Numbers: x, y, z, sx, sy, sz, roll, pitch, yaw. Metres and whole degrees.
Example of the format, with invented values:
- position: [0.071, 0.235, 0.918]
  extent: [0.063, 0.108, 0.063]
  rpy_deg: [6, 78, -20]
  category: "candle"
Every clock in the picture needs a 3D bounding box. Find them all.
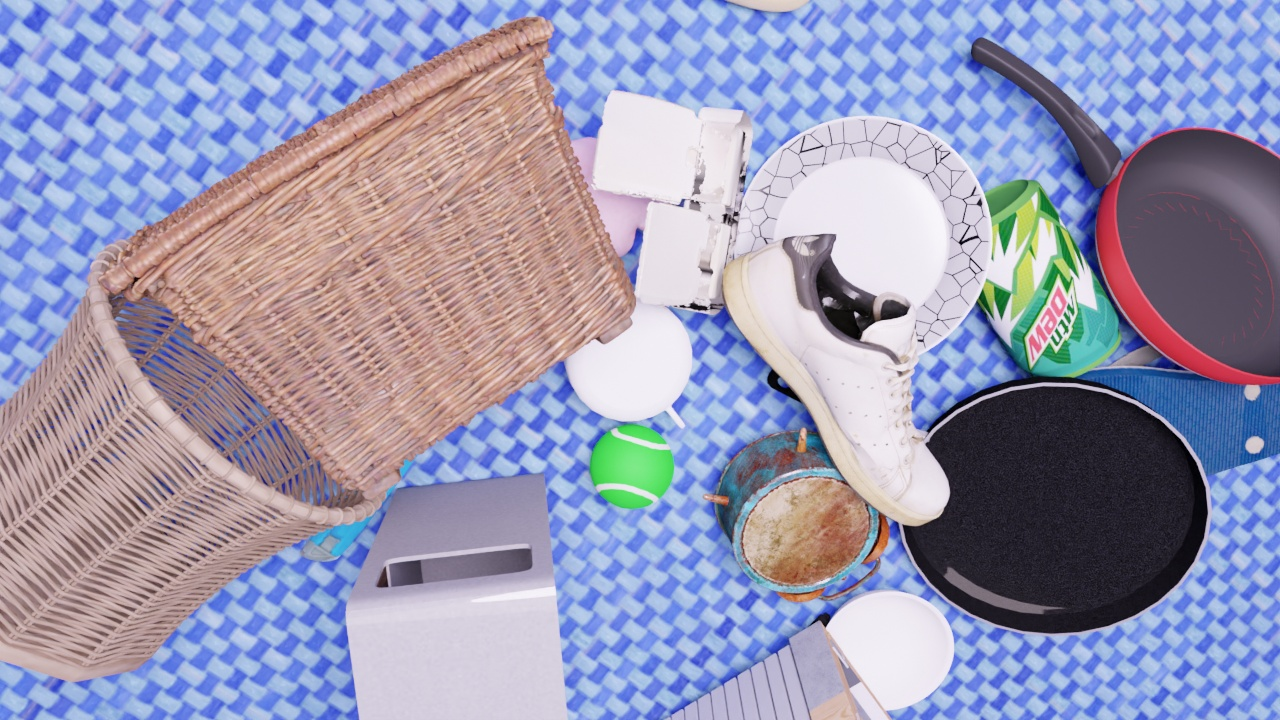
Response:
- position: [0.131, 0.129, 0.729]
  extent: [0.121, 0.073, 0.157]
  rpy_deg: [-35, 114, 9]
  category: "clock"

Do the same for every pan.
- position: [0.389, -0.124, 0.706]
  extent: [0.356, 0.067, 0.208]
  rpy_deg: [36, 68, 2]
  category: "pan"
- position: [0.265, 0.088, 0.737]
  extent: [0.356, 0.034, 0.226]
  rpy_deg: [27, 116, 4]
  category: "pan"

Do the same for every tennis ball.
- position: [-0.007, 0.082, 0.709]
  extent: [0.065, 0.065, 0.065]
  rpy_deg: [-1, 100, -7]
  category: "tennis ball"

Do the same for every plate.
- position: [0.166, -0.088, 0.699]
  extent: [0.189, 0.016, 0.189]
  rpy_deg: [3, 101, 18]
  category: "plate"

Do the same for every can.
- position: [0.304, -0.061, 0.715]
  extent: [0.083, 0.083, 0.144]
  rpy_deg: [-37, 102, 0]
  category: "can"

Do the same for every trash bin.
- position: [-0.115, 0.167, 0.626]
  extent: [0.114, 0.229, 0.114]
  rpy_deg: [-5, 100, -7]
  category: "trash bin"
- position: [0.086, 0.352, 0.707]
  extent: [0.247, 0.142, 0.142]
  rpy_deg: [-34, 102, 9]
  category: "trash bin"

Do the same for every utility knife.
- position: [-0.197, 0.081, 0.711]
  extent: [0.031, 0.015, 0.196]
  rpy_deg: [35, 92, -16]
  category: "utility knife"

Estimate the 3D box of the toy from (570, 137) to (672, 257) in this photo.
- position: [-0.025, -0.124, 0.679]
  extent: [0.093, 0.050, 0.102]
  rpy_deg: [-19, 98, -1]
  category: "toy"

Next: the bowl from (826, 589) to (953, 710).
- position: [0.202, 0.234, 0.771]
  extent: [0.110, 0.040, 0.110]
  rpy_deg: [0, 105, 0]
  category: "bowl"

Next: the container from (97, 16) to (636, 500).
- position: [-0.134, -0.056, 0.537]
  extent: [0.249, 0.162, 0.183]
  rpy_deg: [-34, 114, -9]
  category: "container"

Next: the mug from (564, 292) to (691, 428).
- position: [-0.004, 0.004, 0.694]
  extent: [0.094, 0.068, 0.115]
  rpy_deg: [-38, 102, 0]
  category: "mug"

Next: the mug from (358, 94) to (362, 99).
- position: [-0.154, -0.116, 0.646]
  extent: [0.123, 0.096, 0.110]
  rpy_deg: [18, 101, -19]
  category: "mug"

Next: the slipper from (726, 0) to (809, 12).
- position: [0.022, -0.332, 0.638]
  extent: [0.261, 0.079, 0.111]
  rpy_deg: [22, 93, -11]
  category: "slipper"

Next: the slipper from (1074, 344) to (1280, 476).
- position: [0.446, 0.044, 0.764]
  extent: [0.295, 0.060, 0.118]
  rpy_deg: [-10, 104, -1]
  category: "slipper"

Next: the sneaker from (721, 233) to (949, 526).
- position: [0.164, 0.007, 0.651]
  extent: [0.103, 0.088, 0.241]
  rpy_deg: [-31, 103, 38]
  category: "sneaker"

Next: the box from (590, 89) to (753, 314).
- position: [0.033, -0.106, 0.635]
  extent: [0.066, 0.185, 0.145]
  rpy_deg: [13, 97, 30]
  category: "box"

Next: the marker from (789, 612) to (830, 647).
- position: [0.108, 0.271, 0.784]
  extent: [0.011, 0.011, 0.152]
  rpy_deg: [43, 93, -12]
  category: "marker"

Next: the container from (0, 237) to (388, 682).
- position: [-0.315, 0.070, 0.597]
  extent: [0.196, 0.226, 0.227]
  rpy_deg: [-39, 102, 7]
  category: "container"
